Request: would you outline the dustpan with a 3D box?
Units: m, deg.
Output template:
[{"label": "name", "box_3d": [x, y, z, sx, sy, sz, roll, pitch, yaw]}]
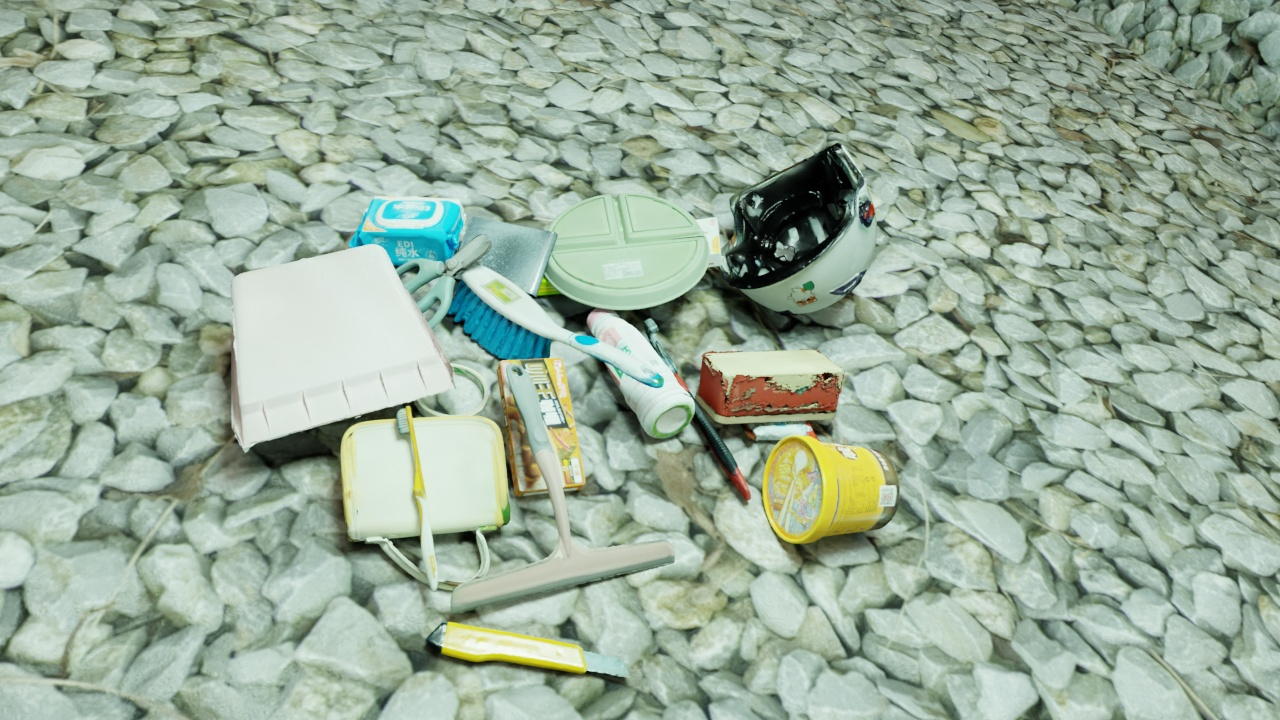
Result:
[{"label": "dustpan", "box_3d": [-0.341, -0.017, 1.027, 0.222, 0.139, 0.273, -13, 65, -17]}]

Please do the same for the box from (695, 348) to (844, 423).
[{"label": "box", "box_3d": [0.162, 0.024, 1.135, 0.168, 0.080, 0.091, -2, 23, -19]}]

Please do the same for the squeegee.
[{"label": "squeegee", "box_3d": [-0.100, 0.109, 0.947, 0.247, 0.040, 0.249, -7, 67, -28]}]

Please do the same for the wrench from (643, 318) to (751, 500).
[{"label": "wrench", "box_3d": [0.067, 0.057, 1.118, 0.016, 0.056, 0.273, -25, 59, -7]}]

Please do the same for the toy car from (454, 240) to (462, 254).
[{"label": "toy car", "box_3d": [-0.202, -0.143, 1.226, 0.090, 0.034, 0.042, -3, 47, 1]}]

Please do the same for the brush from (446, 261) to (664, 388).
[{"label": "brush", "box_3d": [-0.108, -0.025, 1.095, 0.314, 0.110, 0.060, 37, 41, 19]}]

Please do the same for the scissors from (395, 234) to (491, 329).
[{"label": "scissors", "box_3d": [-0.261, -0.109, 1.129, 0.132, 0.019, 0.185, 32, 81, 31]}]

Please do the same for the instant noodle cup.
[{"label": "instant noodle cup", "box_3d": [0.217, 0.145, 1.031, 0.114, 0.119, 0.118, 4, 45, -24]}]

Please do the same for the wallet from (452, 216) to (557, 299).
[{"label": "wallet", "box_3d": [-0.178, -0.135, 1.190, 0.121, 0.019, 0.097, 13, 68, 8]}]

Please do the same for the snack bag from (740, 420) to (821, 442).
[{"label": "snack bag", "box_3d": [0.172, 0.085, 1.135, 0.104, 0.026, 0.048, 0, 33, -17]}]

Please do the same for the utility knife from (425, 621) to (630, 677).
[{"label": "utility knife", "box_3d": [-0.104, 0.276, 0.863, 0.195, 0.015, 0.033, 12, 47, -6]}]

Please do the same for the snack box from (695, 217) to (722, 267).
[{"label": "snack box", "box_3d": [0.035, -0.158, 1.294, 0.157, 0.027, 0.084, -8, 44, 7]}]

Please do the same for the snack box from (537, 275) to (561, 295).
[{"label": "snack box", "box_3d": [-0.092, -0.128, 1.240, 0.156, 0.026, 0.085, -5, 46, -4]}]

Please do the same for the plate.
[{"label": "plate", "box_3d": [-0.022, -0.154, 1.226, 0.230, 0.028, 0.229, -1, 47, 1]}]

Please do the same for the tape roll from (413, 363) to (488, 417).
[{"label": "tape roll", "box_3d": [-0.220, 0.039, 1.065, 0.085, 0.014, 0.085, 9, 45, -9]}]

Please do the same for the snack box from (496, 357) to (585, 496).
[{"label": "snack box", "box_3d": [-0.112, 0.073, 1.022, 0.075, 0.026, 0.153, -4, 68, -21]}]

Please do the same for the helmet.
[{"label": "helmet", "box_3d": [0.237, -0.161, 1.294, 0.157, 0.231, 0.273, 44, 36, -33]}]

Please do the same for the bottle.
[{"label": "bottle", "box_3d": [-0.007, 0.007, 1.129, 0.068, 0.068, 0.197, -12, 48, -27]}]

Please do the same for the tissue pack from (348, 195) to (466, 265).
[{"label": "tissue pack", "box_3d": [-0.301, -0.171, 1.199, 0.140, 0.063, 0.089, 2, 44, 3]}]

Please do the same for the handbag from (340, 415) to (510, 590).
[{"label": "handbag", "box_3d": [-0.217, 0.150, 0.933, 0.163, 0.063, 0.178, -2, 62, -19]}]

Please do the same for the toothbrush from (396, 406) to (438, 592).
[{"label": "toothbrush", "box_3d": [-0.219, 0.133, 0.899, 0.018, 0.016, 0.191, -9, 68, -12]}]
